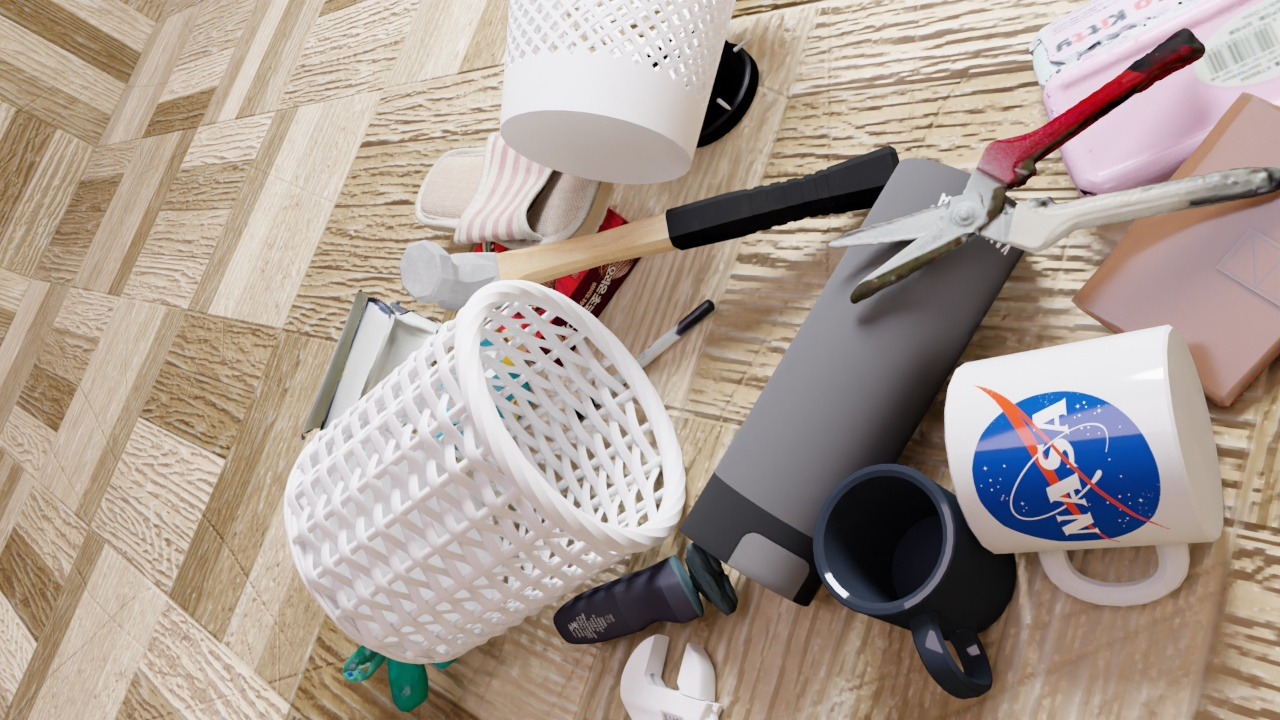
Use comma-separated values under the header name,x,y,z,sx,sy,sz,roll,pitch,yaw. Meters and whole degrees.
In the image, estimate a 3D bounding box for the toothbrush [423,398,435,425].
name,x,y,z,sx,sy,sz,roll,pitch,yaw
toothbrush,-0.190,0.051,0.825,0.016,0.018,0.181,-45,44,24

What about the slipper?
name,x,y,z,sx,sy,sz,roll,pitch,yaw
slipper,-0.125,-0.144,0.784,0.263,0.052,0.115,15,79,47

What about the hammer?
name,x,y,z,sx,sy,sz,roll,pitch,yaw
hammer,0.008,-0.084,0.617,0.329,0.131,0.039,-12,84,19

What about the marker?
name,x,y,z,sx,sy,sz,roll,pitch,yaw
marker,-0.004,0.004,0.678,0.152,0.011,0.011,-39,47,21

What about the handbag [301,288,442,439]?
name,x,y,z,sx,sy,sz,roll,pitch,yaw
handbag,-0.272,0.008,0.879,0.176,0.074,0.151,26,93,56

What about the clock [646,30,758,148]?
name,x,y,z,sx,sy,sz,roll,pitch,yaw
clock,0.035,-0.218,0.732,0.121,0.042,0.091,6,74,45

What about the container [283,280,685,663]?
name,x,y,z,sx,sy,sz,roll,pitch,yaw
container,-0.100,0.076,0.603,0.187,0.189,0.189,-36,49,26

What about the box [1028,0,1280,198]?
name,x,y,z,sx,sy,sz,roll,pitch,yaw
box,0.298,-0.174,0.449,0.202,0.066,0.153,-24,54,33

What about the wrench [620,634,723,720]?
name,x,y,z,sx,sy,sz,roll,pitch,yaw
wrench,0.022,0.289,0.503,0.066,0.018,0.272,-23,56,34

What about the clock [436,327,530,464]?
name,x,y,z,sx,sy,sz,roll,pitch,yaw
clock,-0.133,0.030,0.765,0.099,0.043,0.129,-36,41,24

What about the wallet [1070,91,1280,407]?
name,x,y,z,sx,sy,sz,roll,pitch,yaw
wallet,0.273,-0.050,0.420,0.087,0.013,0.121,46,114,32

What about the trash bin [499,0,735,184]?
name,x,y,z,sx,sy,sz,roll,pitch,yaw
trash bin,-0.015,-0.241,0.638,0.196,0.195,0.199,3,81,44

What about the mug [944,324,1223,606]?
name,x,y,z,sx,sy,sz,roll,pitch,yaw
mug,0.203,0.052,0.413,0.090,0.090,0.121,-14,95,38

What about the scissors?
name,x,y,z,sx,sy,sz,roll,pitch,yaw
scissors,0.197,-0.086,0.440,0.179,0.015,0.185,24,88,27

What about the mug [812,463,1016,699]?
name,x,y,z,sx,sy,sz,roll,pitch,yaw
mug,0.138,0.109,0.441,0.071,0.077,0.105,-33,50,26

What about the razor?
name,x,y,z,sx,sy,sz,roll,pitch,yaw
razor,-0.002,0.151,0.575,0.143,0.052,0.047,-28,93,32

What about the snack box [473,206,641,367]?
name,x,y,z,sx,sy,sz,roll,pitch,yaw
snack box,-0.078,-0.085,0.775,0.133,0.035,0.152,-54,44,8

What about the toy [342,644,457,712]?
name,x,y,z,sx,sy,sz,roll,pitch,yaw
toy,-0.180,0.188,0.713,0.131,0.072,0.193,-54,35,5

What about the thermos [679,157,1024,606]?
name,x,y,z,sx,sy,sz,roll,pitch,yaw
thermos,0.117,0.014,0.507,0.082,0.082,0.240,33,93,47
